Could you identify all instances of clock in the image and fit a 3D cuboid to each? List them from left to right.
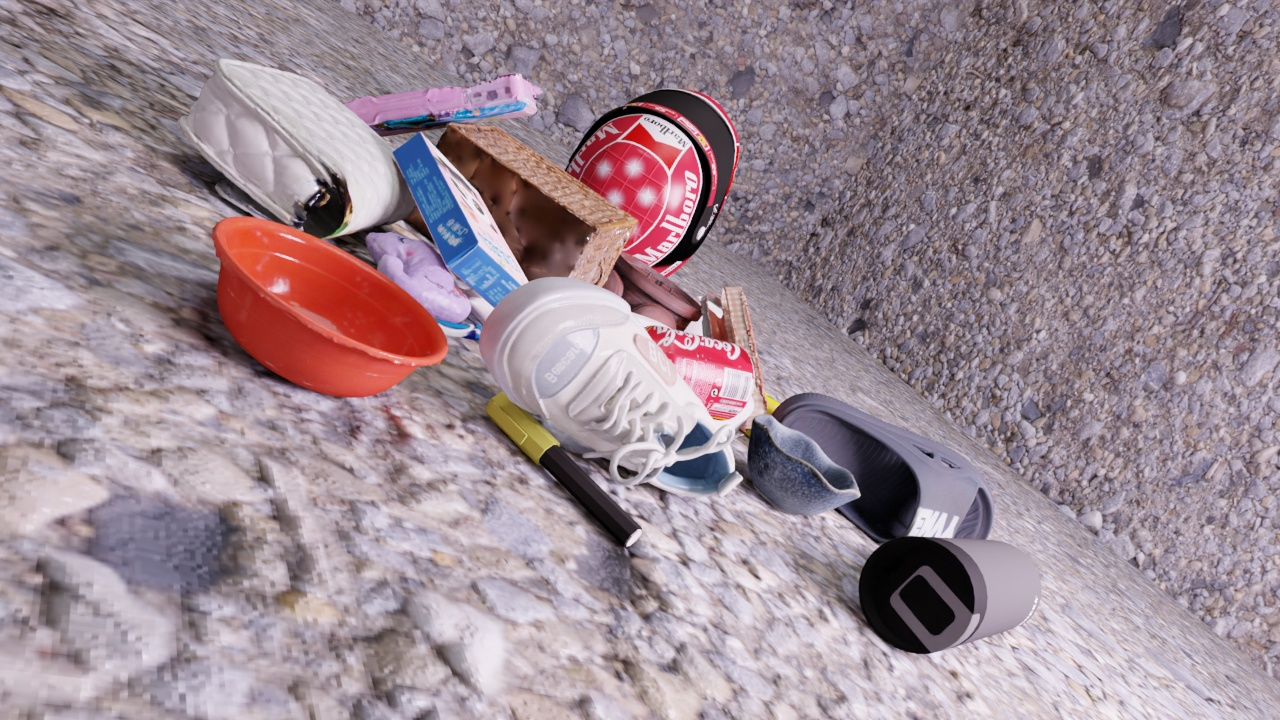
[{"bbox_3d":[-0.001,-0.060,1.011,0.120,0.072,0.157,38,12,14],"label":"clock"}]

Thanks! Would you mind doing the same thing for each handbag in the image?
[{"bbox_3d":[-0.252,-0.151,0.699,0.139,0.072,0.194,43,11,-6],"label":"handbag"}]

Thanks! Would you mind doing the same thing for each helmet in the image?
[{"bbox_3d":[0.006,-0.221,1.172,0.197,0.271,0.224,34,17,7],"label":"helmet"}]

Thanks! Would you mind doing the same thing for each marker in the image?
[{"bbox_3d":[-0.047,0.064,0.547,0.124,0.017,0.021,41,14,22],"label":"marker"}]

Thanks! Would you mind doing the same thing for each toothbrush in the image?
[{"bbox_3d":[-0.121,-0.024,0.654,0.188,0.017,0.016,11,25,-49],"label":"toothbrush"}]

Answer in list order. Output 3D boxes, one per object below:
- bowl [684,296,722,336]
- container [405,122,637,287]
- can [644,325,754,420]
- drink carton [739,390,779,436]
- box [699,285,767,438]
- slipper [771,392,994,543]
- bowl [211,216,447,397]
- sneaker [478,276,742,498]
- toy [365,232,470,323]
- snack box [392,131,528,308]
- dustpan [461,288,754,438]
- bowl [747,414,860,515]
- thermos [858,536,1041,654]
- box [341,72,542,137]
[{"bbox_3d":[0.080,-0.041,1.179,0.113,0.063,0.113,33,12,-8],"label":"bowl"},{"bbox_3d":[-0.118,-0.135,0.890,0.198,0.114,0.112,35,17,8],"label":"container"},{"bbox_3d":[0.034,0.010,0.721,0.104,0.064,0.064,12,24,-35],"label":"can"},{"bbox_3d":[0.096,0.031,0.994,0.134,0.043,0.058,40,14,22],"label":"drink carton"},{"bbox_3d":[0.089,0.000,0.952,0.056,0.064,0.187,77,7,-46],"label":"box"},{"bbox_3d":[0.248,0.123,0.907,0.268,0.111,0.083,29,16,-12],"label":"slipper"},{"bbox_3d":[-0.168,-0.021,0.480,0.130,0.045,0.130,33,12,-8],"label":"bowl"},{"bbox_3d":[-0.002,0.029,0.578,0.091,0.089,0.242,41,0,36],"label":"sneaker"},{"bbox_3d":[-0.167,-0.065,0.676,0.080,0.036,0.099,22,19,-49],"label":"toy"},{"bbox_3d":[-0.143,-0.109,0.741,0.154,0.033,0.088,58,7,36],"label":"snack box"},{"bbox_3d":[-0.005,0.005,0.800,0.191,0.053,0.257,43,15,33],"label":"dustpan"},{"bbox_3d":[0.133,0.100,0.804,0.110,0.055,0.110,34,12,-8],"label":"bowl"},{"bbox_3d":[0.259,0.186,0.746,0.082,0.082,0.240,43,15,32],"label":"thermos"},{"bbox_3d":[-0.215,-0.248,0.927,0.230,0.035,0.159,-7,10,6],"label":"box"}]
